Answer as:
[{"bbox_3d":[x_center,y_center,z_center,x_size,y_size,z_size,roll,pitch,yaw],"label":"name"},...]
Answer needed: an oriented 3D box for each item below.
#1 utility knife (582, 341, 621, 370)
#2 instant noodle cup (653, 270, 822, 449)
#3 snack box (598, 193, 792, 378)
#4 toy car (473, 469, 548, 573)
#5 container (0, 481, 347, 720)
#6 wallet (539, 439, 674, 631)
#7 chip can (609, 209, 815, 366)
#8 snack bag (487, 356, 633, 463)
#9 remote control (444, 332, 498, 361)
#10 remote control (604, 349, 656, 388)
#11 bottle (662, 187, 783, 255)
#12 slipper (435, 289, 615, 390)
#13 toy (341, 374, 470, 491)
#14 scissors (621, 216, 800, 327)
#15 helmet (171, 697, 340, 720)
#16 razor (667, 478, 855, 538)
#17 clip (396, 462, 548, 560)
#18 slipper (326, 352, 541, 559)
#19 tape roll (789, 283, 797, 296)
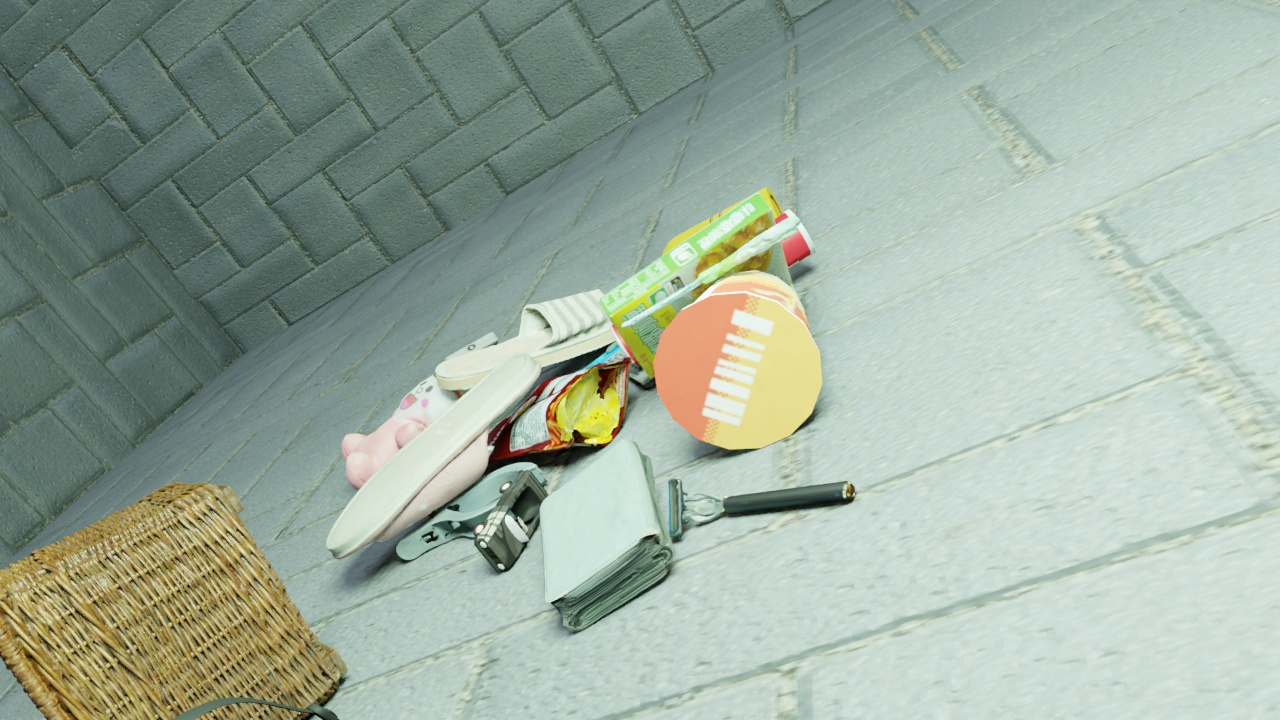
[{"bbox_3d":[-0.034,-0.007,1.054,0.185,0.015,0.031,-39,15,-10],"label":"utility knife"},{"bbox_3d":[0.083,-0.011,0.736,0.124,0.123,0.120,-26,13,20],"label":"instant noodle cup"},{"bbox_3d":[0.056,-0.063,0.837,0.168,0.132,0.027,-34,60,0],"label":"snack box"},{"bbox_3d":[-0.107,0.135,0.787,0.037,0.040,0.092,-17,28,33],"label":"toy car"},{"bbox_3d":[-0.371,0.222,0.722,0.163,0.250,0.182,-9,23,50],"label":"container"},{"bbox_3d":[-0.025,0.126,0.670,0.100,0.054,0.131,-39,20,12],"label":"wallet"},{"bbox_3d":[0.071,-0.072,0.926,0.215,0.052,0.051,-33,19,4],"label":"chip can"},{"bbox_3d":[-0.098,0.051,0.944,0.208,0.066,0.138,-12,33,51],"label":"snack bag"},{"bbox_3d":[-0.234,0.007,1.244,0.074,0.019,0.151,-32,-6,-22],"label":"remote control"},{"bbox_3d":[-0.006,0.006,0.977,0.033,0.013,0.136,-37,20,-10],"label":"remote control"},{"bbox_3d":[0.091,-0.131,1.071,0.164,0.071,0.071,-27,20,19],"label":"bottle"},{"bbox_3d":[-0.114,-0.031,1.082,0.272,0.054,0.114,-24,28,-20],"label":"slipper"},{"bbox_3d":[-0.259,0.077,1.107,0.213,0.084,0.142,-39,21,-9],"label":"toy"},{"bbox_3d":[0.059,-0.070,0.772,0.175,0.032,0.092,-27,2,15],"label":"scissors"},{"bbox_3d":[-0.135,0.217,0.361,0.242,0.227,0.147,-10,40,49],"label":"helmet"},{"bbox_3d":[0.080,0.096,0.624,0.145,0.022,0.042,-13,70,37],"label":"razor"},{"bbox_3d":[-0.157,0.134,0.896,0.163,0.028,0.114,-23,20,25],"label":"clip"},{"bbox_3d":[-0.196,0.100,0.912,0.274,0.054,0.114,-44,22,-9],"label":"slipper"},{"bbox_3d":[0.112,-0.052,0.922,0.094,0.018,0.093,-29,20,11],"label":"tape roll"}]
